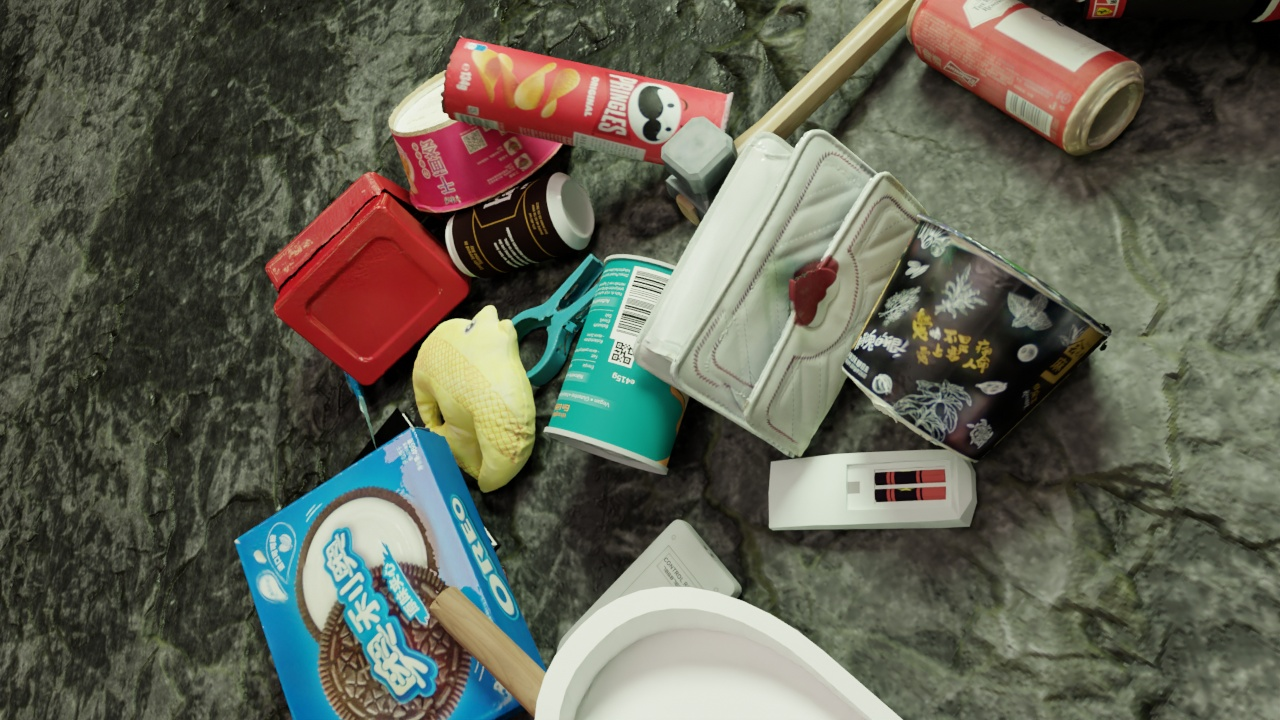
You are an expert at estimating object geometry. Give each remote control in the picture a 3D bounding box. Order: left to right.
[{"bbox_3d":[0.002,0.196,0.683,0.151,0.019,0.074,-47,54,7],"label":"remote control"},{"bbox_3d":[0.153,0.088,0.626,0.144,0.024,0.049,-7,67,30],"label":"remote control"}]

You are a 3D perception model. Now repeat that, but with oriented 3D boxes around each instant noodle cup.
[{"bbox_3d":[-0.161,-0.226,0.877,0.179,0.078,0.178,-18,38,15],"label":"instant noodle cup"},{"bbox_3d":[0.201,-0.009,0.577,0.137,0.137,0.112,43,107,36],"label":"instant noodle cup"}]

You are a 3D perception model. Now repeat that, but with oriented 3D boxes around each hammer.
[{"bbox_3d":[-0.029,0.265,0.614,0.328,0.052,0.098,38,85,26],"label":"hammer"},{"bbox_3d":[0.152,-0.227,0.716,0.323,0.117,0.051,-44,63,-1],"label":"hammer"}]

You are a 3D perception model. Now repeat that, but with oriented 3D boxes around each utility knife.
[{"bbox_3d":[-0.293,0.014,0.931,0.015,0.031,0.225,-22,50,-15],"label":"utility knife"}]

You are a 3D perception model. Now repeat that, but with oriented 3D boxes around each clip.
[{"bbox_3d":[-0.085,-0.045,0.833,0.121,0.031,0.130,26,86,41],"label":"clip"}]

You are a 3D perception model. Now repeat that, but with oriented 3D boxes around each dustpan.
[{"bbox_3d":[0.055,0.251,0.541,0.258,0.053,0.191,34,67,30],"label":"dustpan"}]

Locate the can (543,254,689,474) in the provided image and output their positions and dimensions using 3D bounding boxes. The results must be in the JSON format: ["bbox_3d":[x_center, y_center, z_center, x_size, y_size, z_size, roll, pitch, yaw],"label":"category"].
[{"bbox_3d":[-0.004,0.004,0.714,0.099,0.099,0.143,12,78,35],"label":"can"}]

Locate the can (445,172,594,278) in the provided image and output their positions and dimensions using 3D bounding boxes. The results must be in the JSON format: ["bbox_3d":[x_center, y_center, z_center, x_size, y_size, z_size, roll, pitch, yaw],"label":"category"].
[{"bbox_3d":[-0.111,-0.123,0.850,0.129,0.072,0.071,-13,65,28],"label":"can"}]

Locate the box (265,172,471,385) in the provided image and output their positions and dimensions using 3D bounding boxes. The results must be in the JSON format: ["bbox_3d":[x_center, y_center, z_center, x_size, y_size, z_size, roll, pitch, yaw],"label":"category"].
[{"bbox_3d":[-0.261,-0.075,0.899,0.157,0.147,0.156,-39,66,13],"label":"box"}]

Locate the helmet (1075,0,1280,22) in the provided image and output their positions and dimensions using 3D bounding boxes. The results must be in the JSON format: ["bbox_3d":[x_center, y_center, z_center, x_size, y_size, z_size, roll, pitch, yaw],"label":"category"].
[{"bbox_3d":[0.329,-0.329,0.574,0.225,0.197,0.270,-7,67,22],"label":"helmet"}]

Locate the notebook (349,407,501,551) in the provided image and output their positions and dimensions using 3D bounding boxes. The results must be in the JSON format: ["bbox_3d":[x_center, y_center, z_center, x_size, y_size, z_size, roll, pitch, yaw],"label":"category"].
[{"bbox_3d":[-0.224,0.157,0.833,0.149,0.016,0.207,-50,49,3],"label":"notebook"}]

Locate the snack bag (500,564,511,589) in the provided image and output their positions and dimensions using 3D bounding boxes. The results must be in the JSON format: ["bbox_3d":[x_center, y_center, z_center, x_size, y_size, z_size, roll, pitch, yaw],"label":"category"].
[{"bbox_3d":[-0.167,0.236,0.774,0.155,0.018,0.074,-31,56,18],"label":"snack bag"}]

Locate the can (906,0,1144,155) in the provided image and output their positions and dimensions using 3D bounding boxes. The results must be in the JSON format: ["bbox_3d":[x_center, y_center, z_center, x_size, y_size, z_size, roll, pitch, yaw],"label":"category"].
[{"bbox_3d":[0.267,-0.212,0.649,0.067,0.067,0.170,-46,54,8],"label":"can"}]

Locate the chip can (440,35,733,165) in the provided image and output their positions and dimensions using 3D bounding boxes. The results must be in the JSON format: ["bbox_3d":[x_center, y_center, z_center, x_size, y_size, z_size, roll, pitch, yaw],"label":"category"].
[{"bbox_3d":[-0.044,-0.212,0.769,0.233,0.073,0.073,12,75,0],"label":"chip can"}]

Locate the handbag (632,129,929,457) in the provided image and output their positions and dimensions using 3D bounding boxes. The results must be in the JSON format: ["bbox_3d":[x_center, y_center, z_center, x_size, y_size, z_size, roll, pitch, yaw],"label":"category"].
[{"bbox_3d":[0.105,-0.045,0.642,0.198,0.142,0.096,-61,23,-2],"label":"handbag"}]

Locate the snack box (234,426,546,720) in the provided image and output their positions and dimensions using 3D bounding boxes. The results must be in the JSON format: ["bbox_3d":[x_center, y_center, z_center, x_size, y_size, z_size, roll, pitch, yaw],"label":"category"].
[{"bbox_3d":[-0.205,0.203,0.741,0.196,0.056,0.238,-32,71,11],"label":"snack box"}]

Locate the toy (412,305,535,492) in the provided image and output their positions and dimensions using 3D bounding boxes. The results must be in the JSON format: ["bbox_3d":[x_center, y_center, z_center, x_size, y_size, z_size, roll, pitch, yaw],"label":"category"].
[{"bbox_3d":[-0.147,0.027,0.808,0.170,0.064,0.155,38,119,38],"label":"toy"}]
